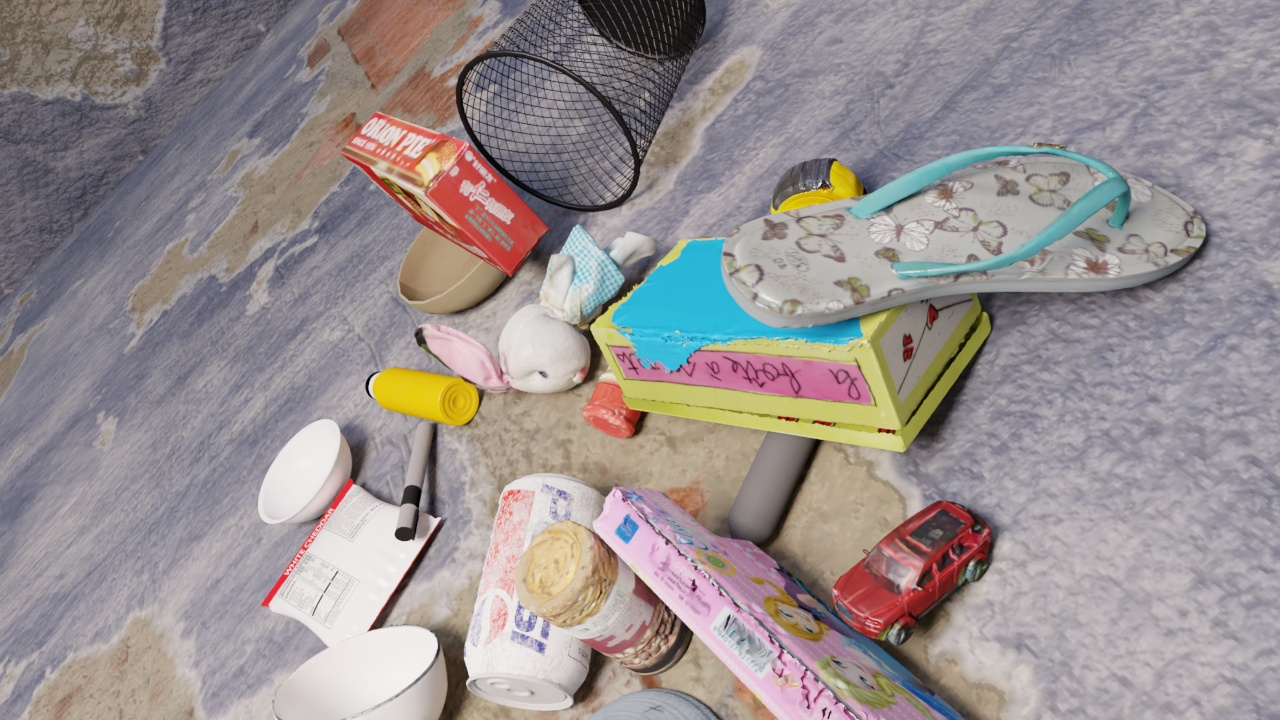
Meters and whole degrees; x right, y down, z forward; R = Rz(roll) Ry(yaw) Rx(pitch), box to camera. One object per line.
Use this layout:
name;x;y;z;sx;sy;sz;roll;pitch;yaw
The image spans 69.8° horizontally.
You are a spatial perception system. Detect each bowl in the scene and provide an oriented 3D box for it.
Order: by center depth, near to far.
bowl;-0.016;0.237;0.493;0.137;0.057;0.136;-25;44;26
bowl;-0.184;0.237;0.623;0.113;0.063;0.113;-13;13;3
bowl;-0.312;0.114;0.879;0.110;0.040;0.109;-24;44;26
bowl;-0.174;-0.105;0.934;0.153;0.050;0.152;-24;44;25

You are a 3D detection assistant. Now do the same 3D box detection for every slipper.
slipper;0.172;-0.078;0.481;0.268;0.055;0.098;-9;50;-9

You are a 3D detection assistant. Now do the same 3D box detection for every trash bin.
trash bin;-0.043;-0.283;0.875;0.184;0.184;0.209;0;52;42

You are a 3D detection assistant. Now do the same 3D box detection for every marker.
marker;-0.192;0.099;0.784;0.016;0.016;0.140;-33;30;16

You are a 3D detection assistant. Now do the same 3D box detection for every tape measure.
tape measure;0.126;-0.111;0.655;0.066;0.064;0.037;-10;50;38

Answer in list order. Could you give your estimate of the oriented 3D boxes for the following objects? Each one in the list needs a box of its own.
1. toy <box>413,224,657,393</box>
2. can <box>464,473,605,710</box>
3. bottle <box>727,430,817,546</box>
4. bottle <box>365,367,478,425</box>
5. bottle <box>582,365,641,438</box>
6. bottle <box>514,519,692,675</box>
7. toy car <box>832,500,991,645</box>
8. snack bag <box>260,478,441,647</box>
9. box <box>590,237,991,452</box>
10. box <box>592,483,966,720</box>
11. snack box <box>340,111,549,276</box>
toy;-0.063;-0.030;0.758;0.205;0.131;0.105;-37;70;-1
can;-0.065;0.148;0.596;0.078;0.078;0.135;-17;47;32
bottle;0.074;0.087;0.561;0.030;0.030;0.112;9;64;46
bottle;-0.209;0.031;0.856;0.144;0.043;0.043;7;62;45
bottle;-0.004;0.004;0.693;0.044;0.044;0.109;3;59;44
bottle;-0.020;0.141;0.539;0.056;0.105;0.056;-24;44;25
toy car;0.138;0.105;0.465;0.091;0.036;0.042;-33;38;-20
snack bag;-0.249;0.169;0.774;0.144;0.039;0.130;10;60;42
box;0.086;-0.021;0.581;0.221;0.081;0.124;2;38;45
box;0.069;0.134;0.457;0.053;0.084;0.230;-53;46;0
snack box;-0.189;-0.162;0.864;0.060;0.113;0.236;-51;39;-7
